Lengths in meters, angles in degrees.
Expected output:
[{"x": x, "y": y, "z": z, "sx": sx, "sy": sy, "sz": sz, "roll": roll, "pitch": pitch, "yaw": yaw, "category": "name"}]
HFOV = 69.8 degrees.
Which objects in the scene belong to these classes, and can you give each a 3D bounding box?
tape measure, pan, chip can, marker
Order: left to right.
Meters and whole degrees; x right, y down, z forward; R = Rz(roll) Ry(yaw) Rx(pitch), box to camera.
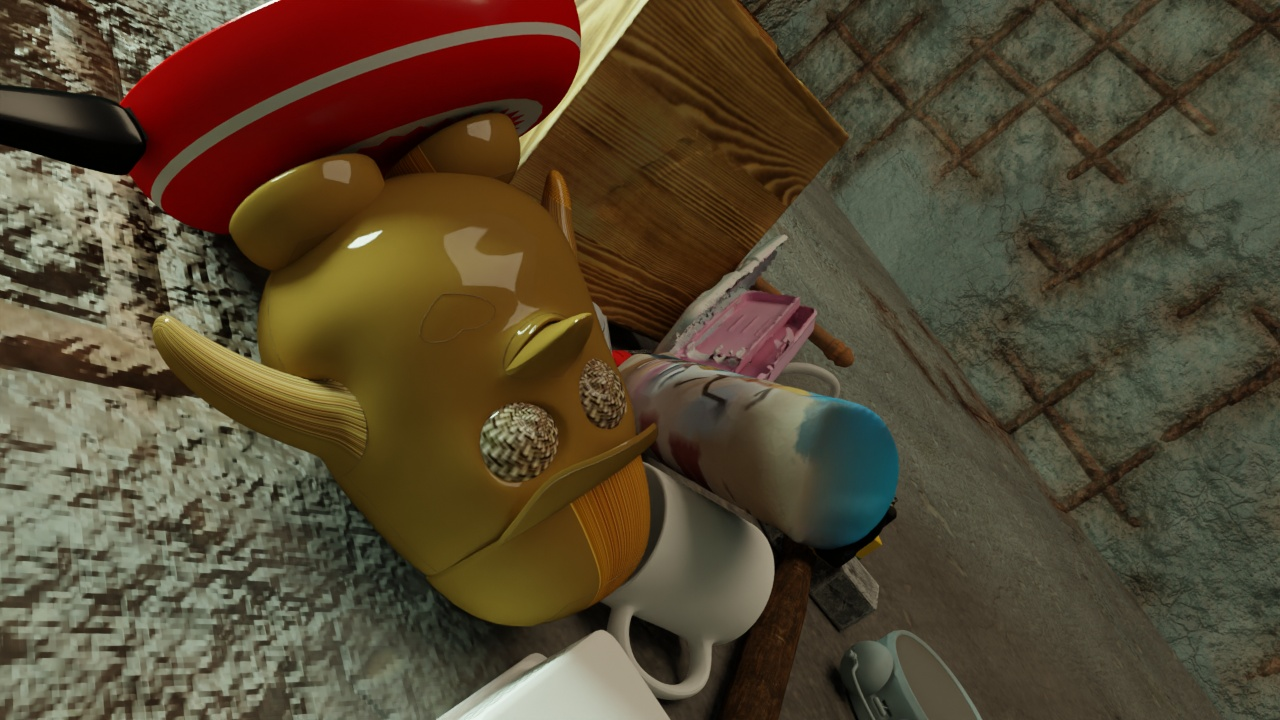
[{"x": -0.170, "y": -0.093, "z": 0.366, "sx": 0.355, "sy": 0.209, "sz": 0.067, "roll": -28, "pitch": 97, "yaw": -45, "category": "pan"}, {"x": -0.004, "y": 0.004, "z": 0.692, "sx": 0.145, "sy": 0.021, "sz": 0.023, "roll": -3, "pitch": 90, "yaw": -73, "category": "marker"}, {"x": 0.048, "y": 0.041, "z": 0.527, "sx": 0.080, "sy": 0.079, "sz": 0.230, "roll": 42, "pitch": -10, "yaw": -20, "category": "chip can"}, {"x": 0.139, "y": 0.105, "z": 0.652, "sx": 0.072, "sy": 0.072, "sz": 0.042, "roll": 36, "pitch": 28, "yaw": -16, "category": "tape measure"}]

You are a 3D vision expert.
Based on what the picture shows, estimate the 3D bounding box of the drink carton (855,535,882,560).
[{"x": 0.168, "y": 0.124, "z": 0.828, "sx": 0.058, "sy": 0.041, "sz": 0.122, "roll": 37, "pitch": 24, "yaw": -30, "category": "drink carton"}]

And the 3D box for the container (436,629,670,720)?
[{"x": -0.033, "y": 0.154, "z": 0.344, "sx": 0.080, "sy": 0.050, "sz": 0.129, "roll": 54, "pitch": 21, "yaw": 11, "category": "container"}]

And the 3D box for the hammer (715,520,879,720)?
[{"x": 0.067, "y": 0.137, "z": 0.603, "sx": 0.217, "sy": 0.037, "sz": 0.299, "roll": 50, "pitch": 21, "yaw": 1, "category": "hammer"}]

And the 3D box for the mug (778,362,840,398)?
[{"x": 0.113, "y": 0.044, "z": 0.763, "sx": 0.089, "sy": 0.107, "sz": 0.071, "roll": 36, "pitch": 9, "yaw": -13, "category": "mug"}]

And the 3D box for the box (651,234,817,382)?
[{"x": 0.075, "y": -0.038, "z": 0.724, "sx": 0.088, "sy": 0.095, "sz": 0.201, "roll": 12, "pitch": 28, "yaw": 25, "category": "box"}]

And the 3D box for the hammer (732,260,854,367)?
[{"x": 0.081, "y": -0.100, "z": 0.890, "sx": 0.317, "sy": 0.083, "sz": 0.162, "roll": 42, "pitch": 17, "yaw": 12, "category": "hammer"}]

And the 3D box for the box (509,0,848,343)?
[{"x": -0.024, "y": -0.193, "z": 0.672, "sx": 0.215, "sy": 0.258, "sz": 0.278, "roll": 52, "pitch": 17, "yaw": 30, "category": "box"}]

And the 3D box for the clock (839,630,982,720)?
[{"x": 0.195, "y": 0.252, "z": 0.652, "sx": 0.159, "sy": 0.045, "sz": 0.122, "roll": 31, "pitch": 27, "yaw": -44, "category": "clock"}]

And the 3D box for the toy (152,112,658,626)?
[{"x": -0.068, "y": 0.015, "z": 0.386, "sx": 0.198, "sy": 0.163, "sz": 0.203, "roll": -29, "pitch": 91, "yaw": -38, "category": "toy"}]

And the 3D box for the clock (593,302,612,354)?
[{"x": -0.031, "y": 0.015, "z": 0.510, "sx": 0.123, "sy": 0.035, "sz": 0.094, "roll": 87, "pitch": -5, "yaw": -68, "category": "clock"}]

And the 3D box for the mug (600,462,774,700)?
[{"x": 0.014, "y": 0.121, "z": 0.488, "sx": 0.090, "sy": 0.074, "sz": 0.110, "roll": 34, "pitch": 51, "yaw": -36, "category": "mug"}]
